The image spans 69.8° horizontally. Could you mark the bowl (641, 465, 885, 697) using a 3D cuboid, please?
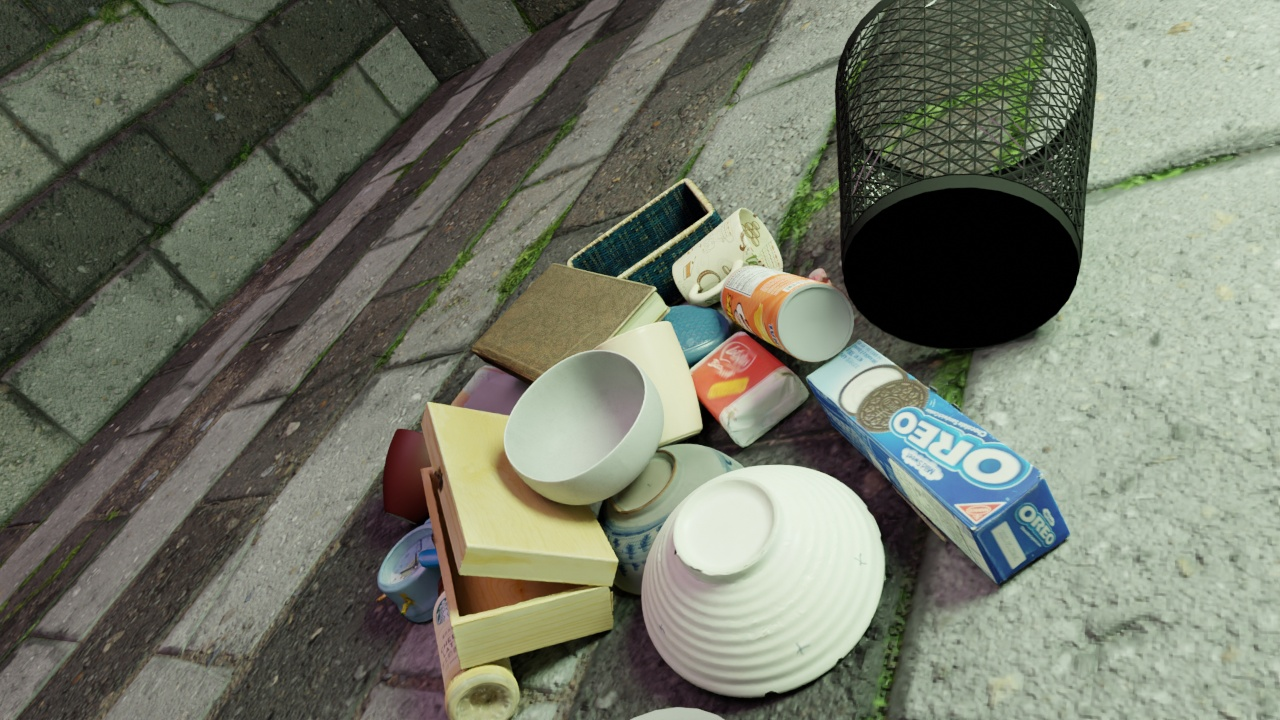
[{"bbox_3d":[0.068,0.128,0.619,0.177,0.071,0.177,-17,44,18],"label":"bowl"}]

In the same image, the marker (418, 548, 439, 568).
[{"bbox_3d":[-0.141,0.178,0.838,0.123,0.015,0.018,-5,44,2],"label":"marker"}]

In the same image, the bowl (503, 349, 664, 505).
[{"bbox_3d":[-0.040,0.062,0.758,0.132,0.064,0.131,-19,44,19],"label":"bowl"}]

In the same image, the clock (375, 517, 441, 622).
[{"bbox_3d":[-0.201,0.193,0.895,0.089,0.051,0.124,1,46,52],"label":"clock"}]

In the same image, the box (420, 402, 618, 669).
[{"bbox_3d":[-0.112,0.125,0.787,0.140,0.123,0.249,-13,26,-13],"label":"box"}]

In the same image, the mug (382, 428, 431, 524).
[{"bbox_3d":[-0.250,0.136,1.025,0.114,0.087,0.088,140,152,-69],"label":"mug"}]

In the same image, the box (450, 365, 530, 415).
[{"bbox_3d":[-0.121,0.026,1.077,0.153,0.058,0.217,-51,30,-21],"label":"box"}]

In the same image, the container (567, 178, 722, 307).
[{"bbox_3d":[0.013,-0.120,1.094,0.187,0.071,0.145,-34,28,7],"label":"container"}]

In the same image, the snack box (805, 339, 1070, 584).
[{"bbox_3d":[0.194,0.059,0.636,0.059,0.059,0.226,-34,28,0],"label":"snack box"}]

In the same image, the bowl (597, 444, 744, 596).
[{"bbox_3d":[0.016,0.116,0.755,0.151,0.057,0.150,-28,30,18],"label":"bowl"}]

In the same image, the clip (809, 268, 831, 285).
[{"bbox_3d":[0.172,-0.061,0.885,0.022,0.038,0.058,-16,36,41],"label":"clip"}]

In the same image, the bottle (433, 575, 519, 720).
[{"bbox_3d":[-0.141,0.231,0.764,0.056,0.056,0.162,-38,28,0],"label":"bottle"}]

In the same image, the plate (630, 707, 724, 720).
[{"bbox_3d":[0.005,0.292,0.545,0.173,0.019,0.172,-28,29,17],"label":"plate"}]

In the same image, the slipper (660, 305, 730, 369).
[{"bbox_3d":[-0.006,0.005,0.937,0.214,0.059,0.103,-24,35,14],"label":"slipper"}]

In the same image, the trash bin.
[{"bbox_3d":[0.256,-0.152,0.738,0.217,0.217,0.242,-16,41,35],"label":"trash bin"}]

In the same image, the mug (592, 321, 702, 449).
[{"bbox_3d":[-0.005,0.033,0.833,0.111,0.104,0.085,-23,-9,3],"label":"mug"}]

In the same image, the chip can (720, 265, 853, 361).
[{"bbox_3d":[0.122,-0.046,0.810,0.062,0.062,0.210,-37,12,0],"label":"chip can"}]

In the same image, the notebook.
[{"bbox_3d":[-0.092,-0.019,0.960,0.190,0.034,0.216,-47,34,-16],"label":"notebook"}]

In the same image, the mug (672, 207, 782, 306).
[{"bbox_3d":[0.085,-0.093,0.966,0.097,0.081,0.121,-30,20,28],"label":"mug"}]

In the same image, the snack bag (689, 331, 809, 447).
[{"bbox_3d":[0.092,0.023,0.828,0.077,0.036,0.116,-38,28,0],"label":"snack bag"}]
